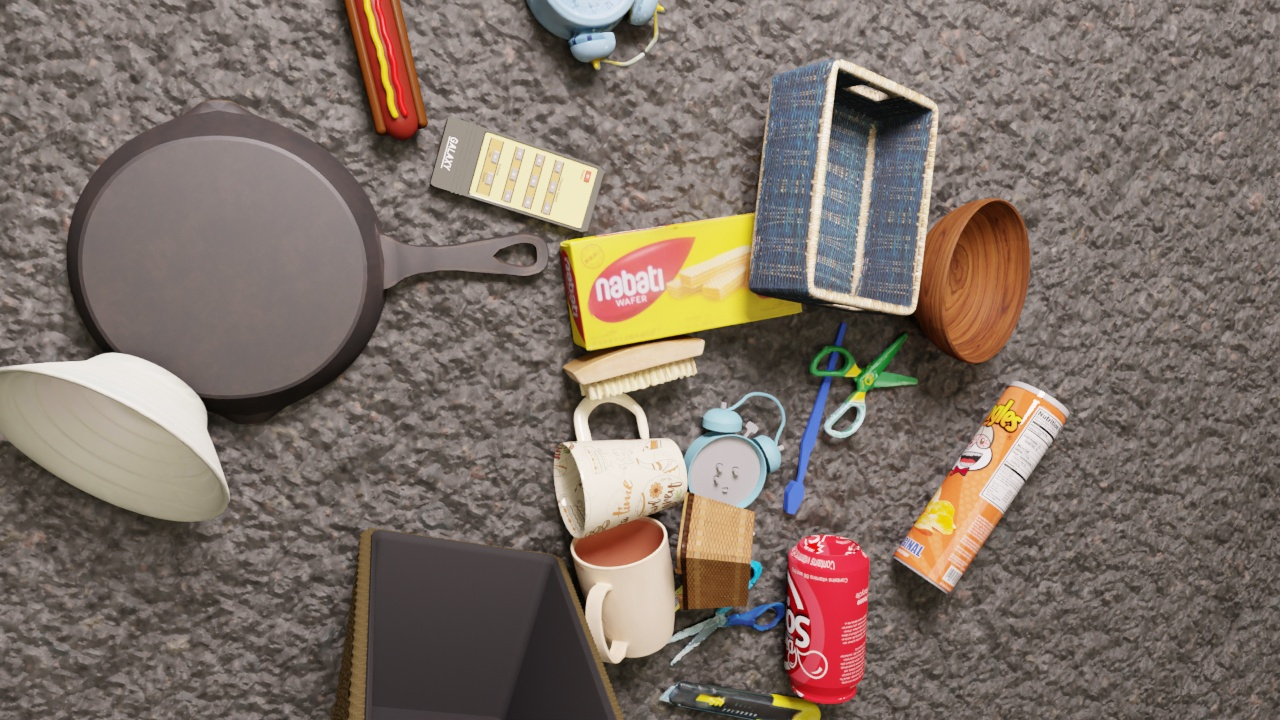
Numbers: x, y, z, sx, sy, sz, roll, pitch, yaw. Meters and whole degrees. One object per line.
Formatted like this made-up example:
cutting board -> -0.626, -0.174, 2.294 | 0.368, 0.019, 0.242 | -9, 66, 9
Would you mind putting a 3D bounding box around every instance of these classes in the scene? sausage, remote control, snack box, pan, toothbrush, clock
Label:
sausage -> -0.196, -0.245, 0.690 | 0.040, 0.040, 0.155 | -14, 103, -14
remote control -> -0.099, -0.150, 0.749 | 0.133, 0.013, 0.058 | 14, 95, -18
snack box -> 0.037, -0.072, 0.787 | 0.200, 0.042, 0.092 | -10, 101, -15
pan -> -0.244, -0.073, 0.703 | 0.355, 0.043, 0.249 | -4, 101, -16
toothbrush -> 0.165, 0.054, 0.867 | 0.016, 0.011, 0.187 | 15, 92, -18
clock -> 0.086, 0.084, 0.829 | 0.087, 0.042, 0.123 | 36, 90, -19
clock -> -0.037, -0.290, 0.723 | 0.088, 0.052, 0.124 | -43, 108, -8

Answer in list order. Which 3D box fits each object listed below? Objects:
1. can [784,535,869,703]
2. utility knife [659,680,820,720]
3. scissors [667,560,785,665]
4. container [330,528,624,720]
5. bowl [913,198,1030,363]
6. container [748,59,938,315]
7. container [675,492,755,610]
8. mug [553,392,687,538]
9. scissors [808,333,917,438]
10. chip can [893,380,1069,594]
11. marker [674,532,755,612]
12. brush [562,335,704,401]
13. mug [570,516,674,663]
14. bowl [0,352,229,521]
can -> 0.175, 0.242, 0.866 | 0.074, 0.074, 0.142 | -2, 100, -16
utility knife -> 0.098, 0.334, 0.889 | 0.171, 0.020, 0.029 | 15, 93, -17
scissors -> 0.080, 0.257, 0.873 | 0.135, 0.015, 0.086 | -42, 109, -5
container -> -0.137, 0.292, 0.662 | 0.176, 0.321, 0.205 | 12, 102, -18
bowl -> 0.288, -0.075, 0.840 | 0.147, 0.069, 0.147 | -11, 107, -39
container -> 0.170, -0.137, 0.770 | 0.145, 0.071, 0.187 | 6, 90, -38
container -> 0.065, 0.169, 0.792 | 0.061, 0.063, 0.114 | 5, 142, 8
mug -> -0.020, 0.084, 0.792 | 0.097, 0.081, 0.122 | -8, 75, -22
scissors -> 0.213, 0.026, 0.868 | 0.128, 0.012, 0.119 | 5, 97, -23
chip can -> 0.333, 0.124, 0.898 | 0.062, 0.062, 0.210 | 35, 88, -19
marker -> 0.056, 0.203, 0.856 | 0.132, 0.014, 0.014 | -42, 108, -6
brush -> -0.005, 0.005, 0.785 | 0.117, 0.049, 0.039 | -12, 100, -14
mug -> -0.016, 0.206, 0.789 | 0.085, 0.111, 0.104 | -1, 115, 24
bowl -> -0.366, 0.044, 0.657 | 0.176, 0.177, 0.057 | 34, 48, -19
